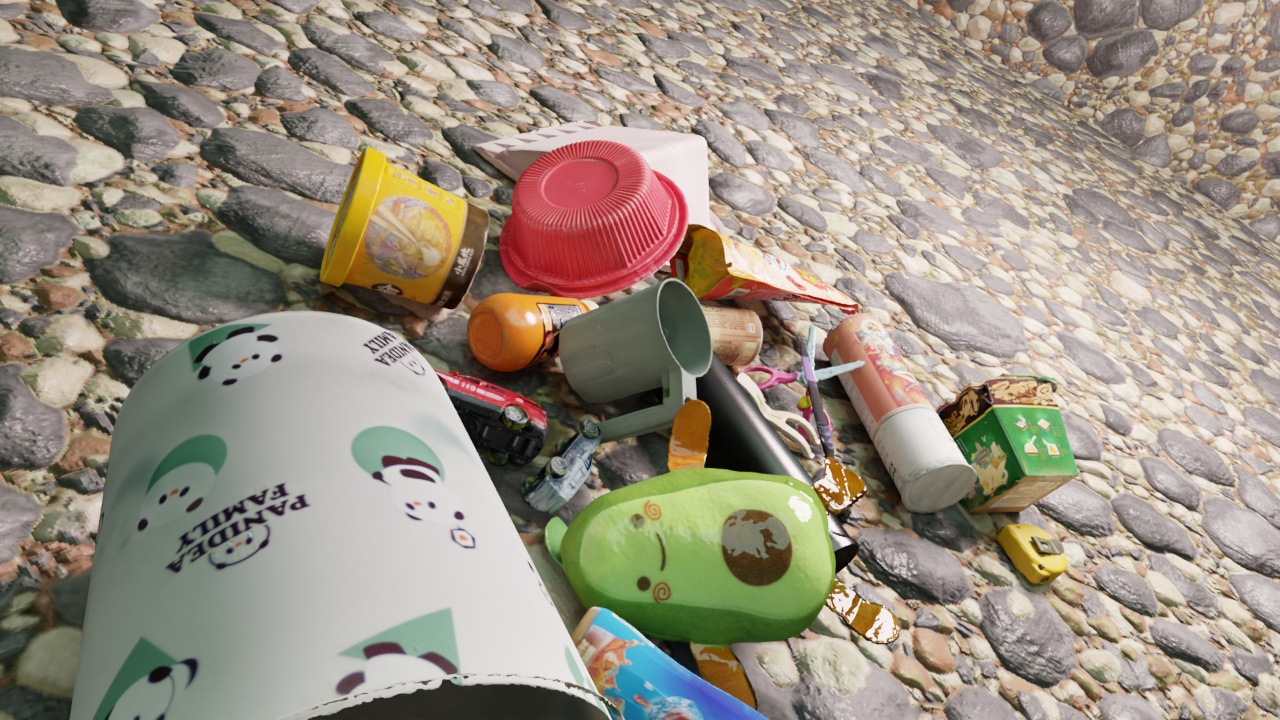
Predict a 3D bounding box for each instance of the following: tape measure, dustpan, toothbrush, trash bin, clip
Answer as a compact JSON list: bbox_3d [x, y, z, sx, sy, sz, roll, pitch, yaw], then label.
[{"bbox_3d":[0.373,0.179,0.863,0.057,0.029,0.060,3,42,-30],"label":"tape measure"},{"bbox_3d":[-0.030,-0.192,1.084,0.274,0.139,0.221,15,28,33],"label":"dustpan"},{"bbox_3d":[0.172,0.063,0.857,0.014,0.017,0.188,6,54,-18],"label":"toothbrush"},{"bbox_3d":[-0.157,0.121,0.447,0.229,0.230,0.251,2,37,-31],"label":"trash bin"},{"bbox_3d":[0.118,0.057,0.841,0.100,0.070,0.034,36,37,5],"label":"clip"}]

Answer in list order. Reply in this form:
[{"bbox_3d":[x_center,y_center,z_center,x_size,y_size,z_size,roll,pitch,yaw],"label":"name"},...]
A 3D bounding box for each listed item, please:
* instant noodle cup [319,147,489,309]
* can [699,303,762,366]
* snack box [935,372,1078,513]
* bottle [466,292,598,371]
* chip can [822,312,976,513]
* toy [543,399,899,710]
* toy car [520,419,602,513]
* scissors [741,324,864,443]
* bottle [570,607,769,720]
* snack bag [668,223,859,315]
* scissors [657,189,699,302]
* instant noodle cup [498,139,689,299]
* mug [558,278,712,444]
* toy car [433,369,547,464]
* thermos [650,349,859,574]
[{"bbox_3d":[-0.199,-0.105,0.783,0.114,0.119,0.118,19,36,-24],"label":"instant noodle cup"},{"bbox_3d":[0.057,-0.026,0.890,0.116,0.059,0.058,4,42,-29],"label":"can"},{"bbox_3d":[0.358,0.089,0.908,0.117,0.118,0.105,3,55,-29],"label":"snack box"},{"bbox_3d":[-0.081,-0.030,0.809,0.149,0.067,0.067,-11,50,-50],"label":"bottle"},{"bbox_3d":[0.250,0.047,0.913,0.071,0.071,0.214,9,39,-24],"label":"chip can"},{"bbox_3d":[0.058,0.135,0.644,0.246,0.090,0.226,-2,62,-11],"label":"toy"},{"bbox_3d":[-0.057,0.081,0.702,0.034,0.043,0.090,43,36,-4],"label":"toy car"},{"bbox_3d":[0.156,0.019,0.902,0.134,0.017,0.133,8,60,4],"label":"scissors"},{"bbox_3d":[0.044,0.235,0.556,0.219,0.065,0.065,33,36,6],"label":"bottle"},{"bbox_3d":[0.123,-0.084,0.953,0.207,0.073,0.129,8,11,-44],"label":"snack bag"},{"bbox_3d":[0.056,-0.108,0.979,0.175,0.012,0.162,-13,84,-56],"label":"scissors"},{"bbox_3d":[-0.052,-0.148,0.888,0.194,0.066,0.193,-7,51,8],"label":"instant noodle cup"},{"bbox_3d":[-0.004,0.004,0.756,0.083,0.104,0.123,32,49,-48],"label":"mug"},{"bbox_3d":[-0.130,0.040,0.698,0.120,0.053,0.045,20,35,-14],"label":"toy car"},{"bbox_3d":[0.078,0.078,0.767,0.089,0.069,0.242,-9,49,-35],"label":"thermos"}]
